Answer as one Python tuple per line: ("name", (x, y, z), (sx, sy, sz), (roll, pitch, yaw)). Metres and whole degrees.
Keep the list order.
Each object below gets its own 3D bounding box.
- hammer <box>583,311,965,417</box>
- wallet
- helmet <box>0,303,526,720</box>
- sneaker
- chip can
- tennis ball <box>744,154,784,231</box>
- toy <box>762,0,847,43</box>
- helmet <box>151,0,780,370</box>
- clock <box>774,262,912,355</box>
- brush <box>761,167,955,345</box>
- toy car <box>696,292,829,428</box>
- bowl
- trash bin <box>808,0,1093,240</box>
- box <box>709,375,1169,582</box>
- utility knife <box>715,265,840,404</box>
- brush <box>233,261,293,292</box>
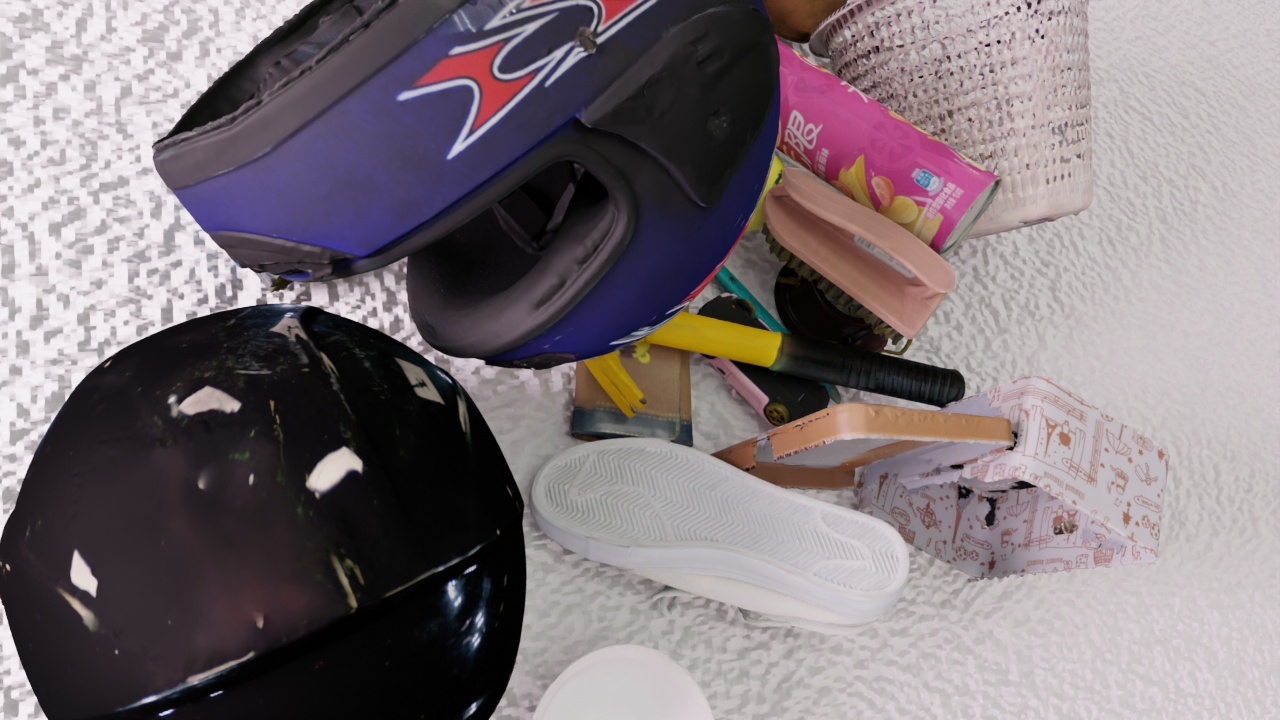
("hammer", (0.095, -0.006, 0.651), (0.300, 0.033, 0.128), (11, 65, -16))
("wallet", (-0.004, 0.004, 0.647), (0.090, 0.033, 0.115), (9, 67, -20))
("helmet", (-0.175, 0.083, 0.447), (0.232, 0.231, 0.274), (-22, 64, -30))
("sneaker", (0.046, 0.121, 0.602), (0.242, 0.091, 0.089), (14, 53, 8))
("chip can", (0.156, -0.161, 0.675), (0.210, 0.072, 0.071), (39, 60, 20))
("tennis ball", (0.082, -0.133, 0.707), (0.065, 0.066, 0.065), (7, 71, -22))
("toy", (0.089, -0.350, 0.751), (0.199, 0.140, 0.131), (18, 107, -9))
("helmet", (-0.059, -0.113, 0.500), (0.314, 0.248, 0.240), (-52, 124, -26))
("clock", (0.163, -0.047, 0.721), (0.122, 0.055, 0.081), (35, 63, -7))
("brush", (0.150, -0.080, 0.653), (0.145, 0.073, 0.063), (38, 66, 8))
("toy car", (0.088, 0.004, 0.684), (0.122, 0.037, 0.056), (46, 58, 1))
("bowl", (-0.020, 0.232, 0.548), (0.118, 0.065, 0.118), (7, 70, -21))
("trash bin", (0.266, -0.197, 0.741), (0.227, 0.228, 0.192), (-13, 92, -27))
("box", (0.197, 0.073, 0.628), (0.260, 0.179, 0.105), (26, 65, -15))
("utility knife", (0.105, -0.024, 0.708), (0.151, 0.013, 0.029), (46, 22, -4))
("brush", (-0.203, -0.110, 0.580), (0.073, 0.055, 0.143), (45, 62, -7))
